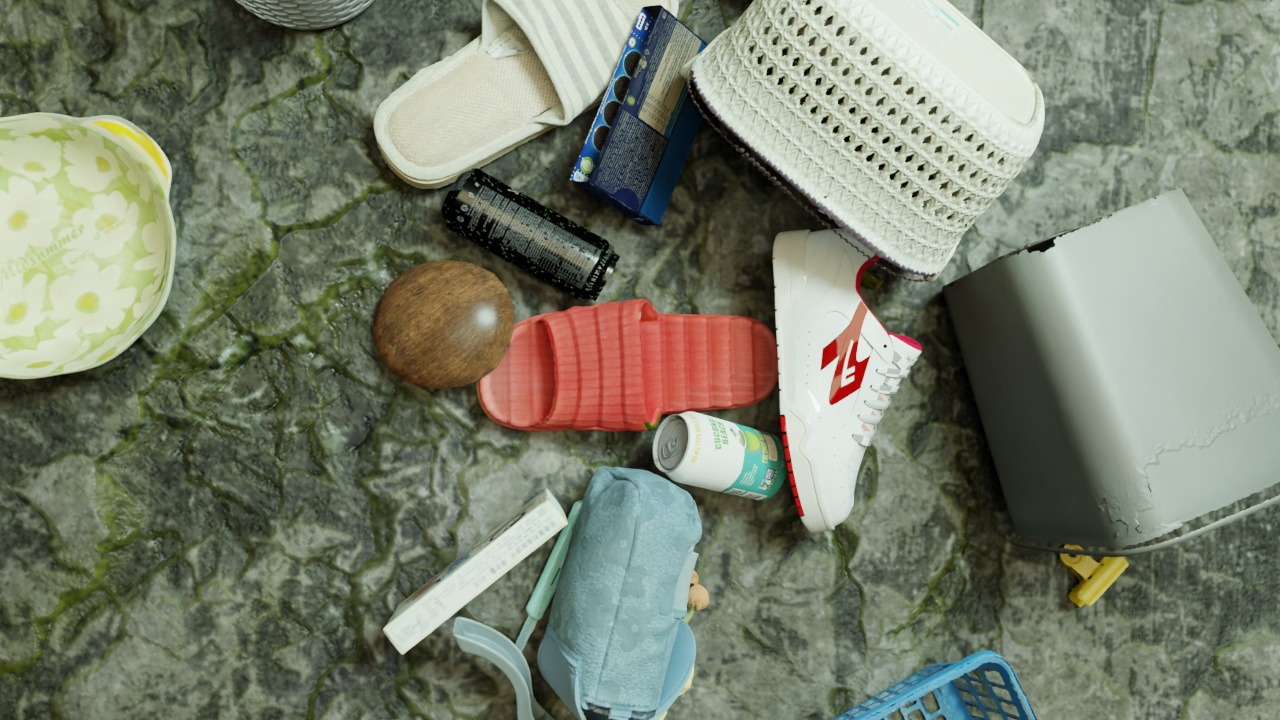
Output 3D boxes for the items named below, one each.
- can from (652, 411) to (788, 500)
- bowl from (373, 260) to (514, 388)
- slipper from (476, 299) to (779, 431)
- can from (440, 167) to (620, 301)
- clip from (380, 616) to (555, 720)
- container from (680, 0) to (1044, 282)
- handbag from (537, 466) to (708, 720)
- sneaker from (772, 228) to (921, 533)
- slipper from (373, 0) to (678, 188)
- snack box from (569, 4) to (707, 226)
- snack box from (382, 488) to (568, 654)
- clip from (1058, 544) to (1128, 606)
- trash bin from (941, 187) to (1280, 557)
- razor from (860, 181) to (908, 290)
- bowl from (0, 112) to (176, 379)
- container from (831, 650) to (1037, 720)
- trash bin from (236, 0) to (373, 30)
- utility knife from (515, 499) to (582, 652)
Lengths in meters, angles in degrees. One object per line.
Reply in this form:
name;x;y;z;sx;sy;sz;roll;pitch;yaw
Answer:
can;0.063;0.074;0.712;0.101;0.055;0.055;17;86;-32
bowl;-0.156;-0.031;0.704;0.114;0.026;0.102;2;81;9
slipper;-0.004;0.004;0.721;0.248;0.059;0.103;-5;90;-8
can;-0.086;-0.097;0.715;0.137;0.054;0.054;29;85;-5
clip;-0.136;0.288;0.706;0.164;0.030;0.173;-32;109;10
container;0.168;-0.188;0.667;0.251;0.144;0.184;40;40;-2
handbag;-0.004;0.181;0.693;0.118;0.122;0.192;18;84;-23
sneaker;0.164;0.014;0.713;0.104;0.090;0.236;-4;84;15
slipper;-0.088;-0.234;0.722;0.272;0.054;0.114;-38;98;-6
snack box;0.008;-0.190;0.723;0.082;0.027;0.150;27;85;-42
snack box;-0.122;0.155;0.691;0.150;0.082;0.026;-38;93;-6
clip;0.381;0.179;0.779;0.054;0.048;0.046;-44;119;-5
trash bin;0.361;0.009;0.706;0.197;0.197;0.220;-20;84;-8
razor;0.205;-0.113;0.768;0.042;0.026;0.105;32;81;-3
bowl;-0.429;-0.080;0.672;0.188;0.060;0.219;43;84;-3
container;0.231;0.431;0.722;0.257;0.089;0.362;-26;91;-6
trash bin;-0.254;-0.331;0.636;0.156;0.183;0.156;0;88;-7
utility knife;-0.073;0.176;0.731;0.022;0.015;0.147;28;86;-37
